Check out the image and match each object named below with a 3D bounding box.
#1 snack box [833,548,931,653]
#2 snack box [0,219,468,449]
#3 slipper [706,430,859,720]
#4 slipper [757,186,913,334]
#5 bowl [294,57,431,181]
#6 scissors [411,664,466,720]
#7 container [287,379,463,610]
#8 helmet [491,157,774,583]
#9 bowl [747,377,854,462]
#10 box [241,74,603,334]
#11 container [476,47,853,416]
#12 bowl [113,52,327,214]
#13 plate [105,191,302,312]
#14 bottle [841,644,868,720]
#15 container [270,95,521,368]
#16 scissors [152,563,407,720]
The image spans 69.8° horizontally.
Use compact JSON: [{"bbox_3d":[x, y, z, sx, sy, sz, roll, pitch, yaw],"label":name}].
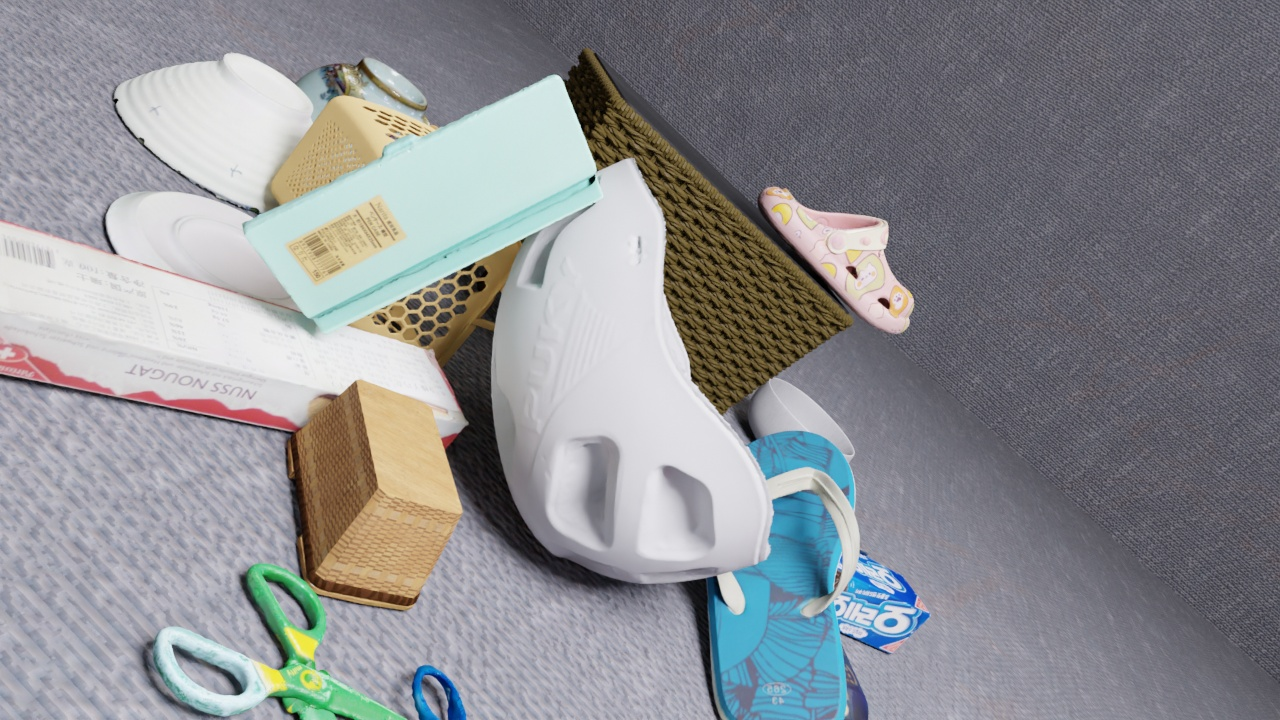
[{"bbox_3d":[0.158,0.190,0.803,0.226,0.059,0.059,30,17,-31],"label":"snack box"},{"bbox_3d":[-0.221,-0.001,0.510,0.272,0.044,0.076,20,28,-49],"label":"snack box"},{"bbox_3d":[0.101,0.137,0.668,0.118,0.060,0.294,0,37,10],"label":"slipper"},{"bbox_3d":[0.200,-0.111,0.887,0.197,0.082,0.093,40,15,-14],"label":"slipper"},{"bbox_3d":[-0.262,-0.233,0.890,0.160,0.094,0.159,36,18,-14],"label":"bowl"},{"bbox_3d":[-0.071,0.188,0.410,0.129,0.014,0.127,48,19,8],"label":"scissors"},{"bbox_3d":[-0.139,0.065,0.484,0.063,0.061,0.114,25,23,-39],"label":"container"},{"bbox_3d":[-0.005,0.004,0.612,0.224,0.184,0.282,87,4,-73],"label":"helmet"},{"bbox_3d":[0.179,0.087,1.073,0.132,0.064,0.131,36,18,-14],"label":"bowl"},{"bbox_3d":[-0.122,-0.094,0.532,0.078,0.187,0.110,58,-5,39],"label":"box"},{"bbox_3d":[0.006,-0.095,0.880,0.321,0.205,0.176,37,17,-29],"label":"container"},{"bbox_3d":[-0.313,-0.194,0.733,0.177,0.071,0.177,35,18,-14],"label":"bowl"},{"bbox_3d":[-0.268,-0.064,0.606,0.157,0.014,0.156,36,18,-14],"label":"plate"},{"bbox_3d":[0.125,0.232,0.633,0.056,0.056,0.160,32,20,-24],"label":"bottle"},{"bbox_3d":[-0.166,-0.095,0.696,0.167,0.129,0.183,23,24,-51],"label":"container"},{"bbox_3d":[-0.145,0.137,0.381,0.127,0.012,0.121,50,17,25],"label":"scissors"}]
